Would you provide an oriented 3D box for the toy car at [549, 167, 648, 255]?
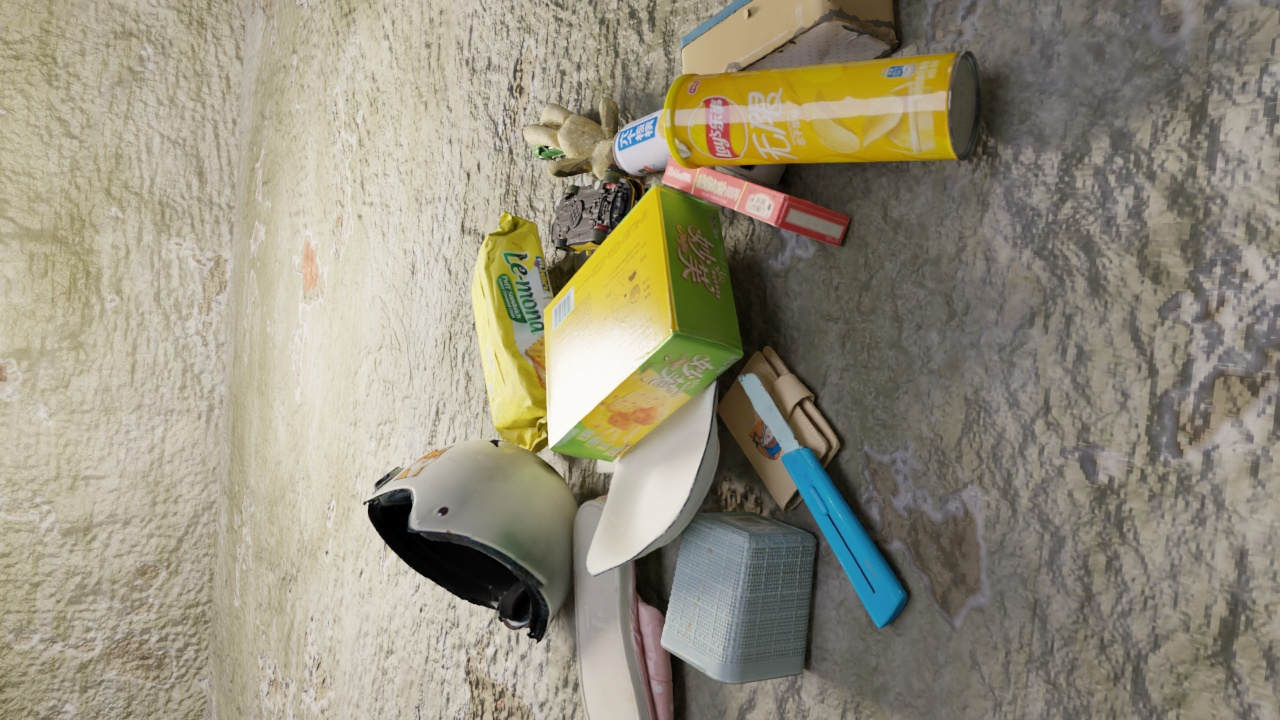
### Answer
[{"bbox_3d":[-0.043,-0.140,0.888,0.156,0.041,0.071,3,79,60],"label":"toy car"}]

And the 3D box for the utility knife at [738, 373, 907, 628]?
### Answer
[{"bbox_3d":[0.132,0.096,0.692,0.034,0.018,0.218,-51,57,39],"label":"utility knife"}]

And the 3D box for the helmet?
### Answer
[{"bbox_3d":[-0.162,0.171,0.988,0.156,0.230,0.275,-52,19,-24],"label":"helmet"}]

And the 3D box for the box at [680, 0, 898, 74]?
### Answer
[{"bbox_3d":[0.114,-0.246,0.706,0.185,0.089,0.062,-17,73,50],"label":"box"}]

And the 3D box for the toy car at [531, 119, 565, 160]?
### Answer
[{"bbox_3d":[-0.100,-0.256,1.049,0.091,0.036,0.043,2,91,58],"label":"toy car"}]

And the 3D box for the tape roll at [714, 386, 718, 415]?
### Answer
[{"bbox_3d":[0.046,0.030,0.828,0.086,0.014,0.086,180,90,-69],"label":"tape roll"}]

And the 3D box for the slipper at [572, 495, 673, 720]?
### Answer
[{"bbox_3d":[-0.015,0.266,0.880,0.114,0.054,0.274,-19,77,53],"label":"slipper"}]

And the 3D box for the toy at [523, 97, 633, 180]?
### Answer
[{"bbox_3d":[-0.061,-0.225,0.954,0.157,0.066,0.105,33,73,36],"label":"toy"}]

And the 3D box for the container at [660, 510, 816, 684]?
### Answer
[{"bbox_3d":[0.080,0.182,0.727,0.090,0.090,0.111,13,95,54],"label":"container"}]

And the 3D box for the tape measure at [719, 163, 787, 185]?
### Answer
[{"bbox_3d":[0.088,-0.170,0.754,0.066,0.065,0.034,35,114,34],"label":"tape measure"}]

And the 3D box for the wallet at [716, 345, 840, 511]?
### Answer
[{"bbox_3d":[0.110,0.052,0.747,0.087,0.024,0.115,-59,43,32],"label":"wallet"}]

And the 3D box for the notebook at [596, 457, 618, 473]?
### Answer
[{"bbox_3d":[-0.005,0.005,0.890,0.146,0.010,0.206,-11,79,56],"label":"notebook"}]

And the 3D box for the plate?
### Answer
[{"bbox_3d":[0.021,0.098,0.763,0.165,0.034,0.163,-42,24,48],"label":"plate"}]

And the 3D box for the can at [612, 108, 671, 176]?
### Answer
[{"bbox_3d":[0.031,-0.207,0.846,0.135,0.053,0.053,-4,84,54],"label":"can"}]

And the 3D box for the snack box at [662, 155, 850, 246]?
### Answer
[{"bbox_3d":[0.089,-0.130,0.740,0.153,0.075,0.025,34,109,50],"label":"snack box"}]

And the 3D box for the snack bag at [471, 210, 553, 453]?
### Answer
[{"bbox_3d":[-0.138,-0.021,1.025,0.158,0.068,0.246,124,136,-61],"label":"snack bag"}]

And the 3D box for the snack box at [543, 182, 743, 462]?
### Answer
[{"bbox_3d":[-0.007,-0.025,0.798,0.211,0.070,0.157,-42,43,44],"label":"snack box"}]

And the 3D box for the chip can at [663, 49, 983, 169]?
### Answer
[{"bbox_3d":[0.123,-0.174,0.646,0.214,0.072,0.072,6,93,34],"label":"chip can"}]
